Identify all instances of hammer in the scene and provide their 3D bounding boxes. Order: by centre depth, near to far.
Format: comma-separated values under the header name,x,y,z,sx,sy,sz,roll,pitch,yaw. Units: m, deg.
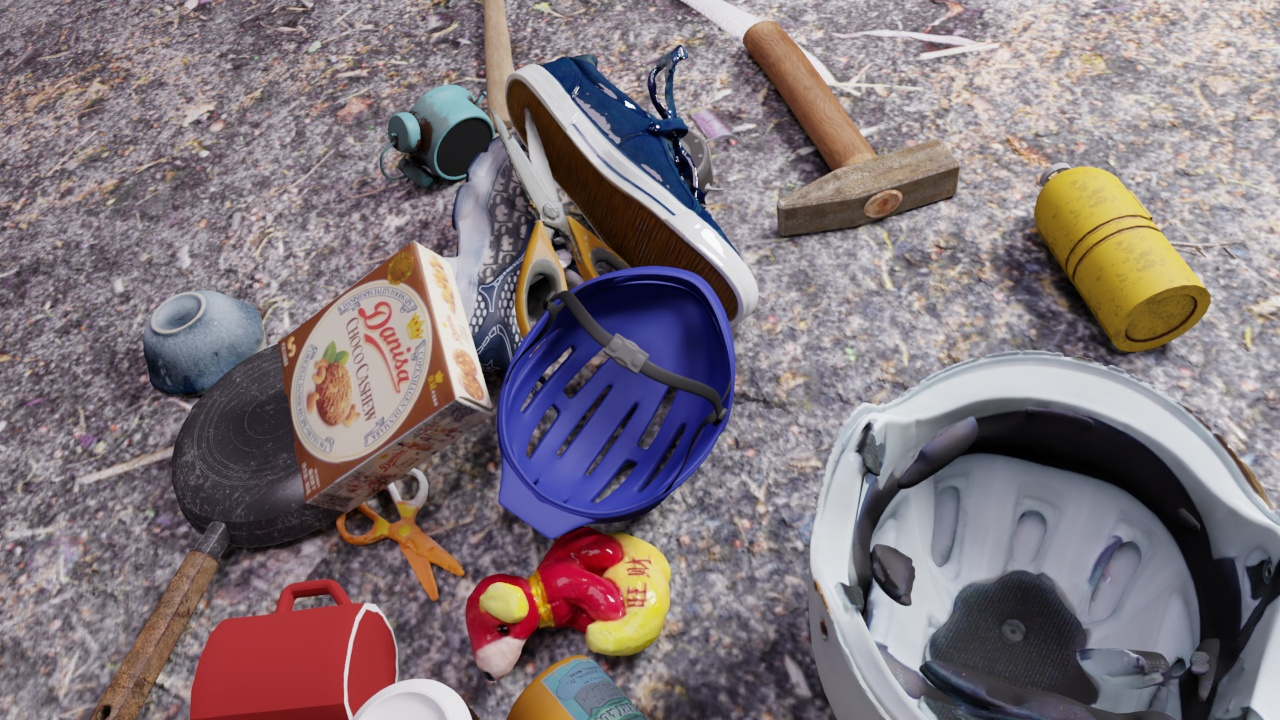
name,x,y,z,sx,sy,sz,roll,pitch,yaw
hammer,0.161,-0.239,0.880,0.158,0.037,0.300,-18,50,-2
hammer,-0.166,-0.373,1.069,0.119,0.031,0.330,-12,54,3

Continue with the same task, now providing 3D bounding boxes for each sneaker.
name,x,y,z,sx,sy,sz,roll,pitch,yaw
sneaker,0.018,-0.159,0.772,0.127,0.121,0.294,-31,71,-25
sneaker,-0.101,-0.084,0.789,0.132,0.103,0.268,13,55,3

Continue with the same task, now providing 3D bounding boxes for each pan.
name,x,y,z,sx,sy,sz,roll,pitch,yaw
pan,-0.308,0.111,0.695,0.208,0.040,0.355,6,51,20

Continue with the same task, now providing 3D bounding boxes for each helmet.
name,x,y,z,sx,sy,sz,roll,pitch,yaw
helmet,0.208,0.131,0.496,0.237,0.164,0.263,13,49,16
helmet,-0.004,0.004,0.603,0.148,0.228,0.240,34,62,3

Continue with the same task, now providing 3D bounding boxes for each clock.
name,x,y,z,sx,sy,sz,roll,pitch,yaw
clock,0.017,-0.171,0.851,0.123,0.044,0.091,-12,53,4
clock,-0.201,-0.217,0.907,0.124,0.090,0.053,-38,64,-19

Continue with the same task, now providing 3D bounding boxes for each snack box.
name,x,y,z,sx,sy,sz,roll,pitch,yaw
snack box,-0.187,0.011,0.658,0.147,0.041,0.143,-33,58,17

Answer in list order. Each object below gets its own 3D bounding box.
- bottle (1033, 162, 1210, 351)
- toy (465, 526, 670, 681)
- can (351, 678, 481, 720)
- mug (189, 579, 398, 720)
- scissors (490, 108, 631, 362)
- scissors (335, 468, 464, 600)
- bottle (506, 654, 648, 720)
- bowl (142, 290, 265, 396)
name,x,y,z,sx,sy,sz,roll,pitch,yaw
bottle,0.355,-0.090,0.701,0.071,0.071,0.163,-14,51,1
toy,-0.047,0.151,0.602,0.137,0.067,0.105,-12,44,-8
can,-0.110,0.230,0.505,0.072,0.129,0.071,-6,51,7
mug,-0.215,0.192,0.591,0.096,0.080,0.116,-8,44,6
scissors,-0.076,-0.099,0.735,0.165,0.016,0.225,-34,92,-36
scissors,-0.164,0.122,0.679,0.133,0.012,0.083,26,63,29
bottle,-0.005,0.243,0.512,0.067,0.068,0.157,-39,55,-19
bowl,-0.397,-0.025,0.816,0.110,0.055,0.110,-6,50,7
